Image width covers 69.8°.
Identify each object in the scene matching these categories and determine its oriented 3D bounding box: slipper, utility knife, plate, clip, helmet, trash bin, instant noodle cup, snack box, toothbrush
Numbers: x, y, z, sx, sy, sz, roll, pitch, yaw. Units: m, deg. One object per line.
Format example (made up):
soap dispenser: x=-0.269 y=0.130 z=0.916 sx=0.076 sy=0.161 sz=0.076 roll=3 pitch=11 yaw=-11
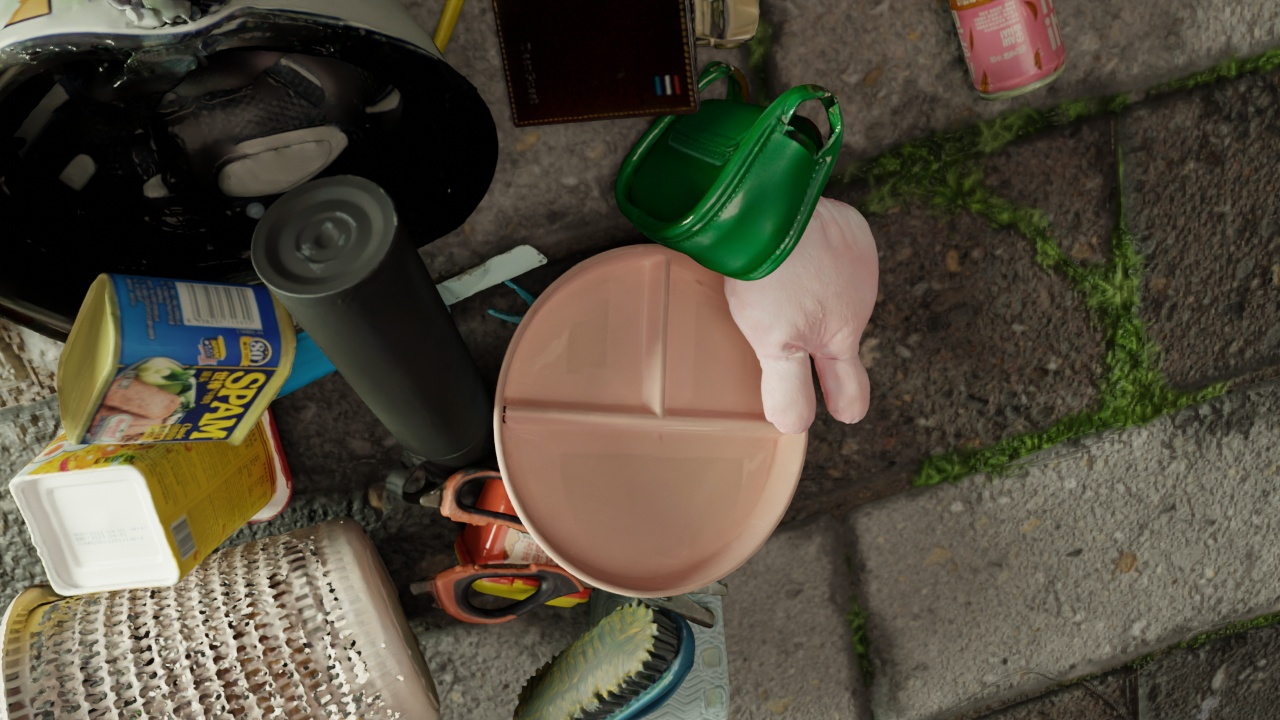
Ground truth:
slipper: x=0.010 y=0.174 z=0.676 sx=0.104 sy=0.074 sz=0.245 roll=1 pitch=93 yaw=-10
utility knife: x=-0.162 y=-0.026 z=0.596 sx=0.216 sy=0.018 sz=0.034 roll=-24 pitch=109 yaw=0
plate: x=0.011 y=0.038 z=0.605 sx=0.229 sy=0.028 sz=0.229 roll=2 pitch=86 yaw=-27
clip: x=-0.072 y=-0.033 z=0.617 sx=0.055 sy=0.013 sz=0.038 roll=25 pitch=103 yaw=-18
helmet: x=-0.226 y=-0.126 z=0.469 sx=0.274 sy=0.230 sz=0.156 roll=-23 pitch=69 yaw=-4
trash bin: x=-0.241 y=0.204 z=0.575 sx=0.192 sy=0.227 sz=0.227 roll=-24 pitch=112 yaw=-16
instant noodle cup: x=-0.287 y=0.070 z=0.543 sx=0.116 sy=0.123 sz=0.116 roll=-6 pitch=111 yaw=5
snack box: x=-0.073 y=0.119 z=0.635 sx=0.091 sy=0.082 sz=0.080 roll=17 pitch=97 yaw=-23
toothbrush: x=-0.118 y=-0.188 z=0.553 sx=0.016 sy=0.015 sz=0.190 roll=18 pitch=105 yaw=-21

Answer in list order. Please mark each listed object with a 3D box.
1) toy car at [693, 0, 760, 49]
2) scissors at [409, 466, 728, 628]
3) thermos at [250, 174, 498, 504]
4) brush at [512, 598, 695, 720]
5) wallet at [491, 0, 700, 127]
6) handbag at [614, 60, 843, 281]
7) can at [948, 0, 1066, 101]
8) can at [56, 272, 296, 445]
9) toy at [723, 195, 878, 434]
toy car: x=0.031 y=-0.212 z=0.563 sx=0.090 sy=0.035 sz=0.042 roll=-6 pitch=111 yaw=-11
scissors: x=-0.043 y=0.143 z=0.600 sx=0.204 sy=0.015 sz=0.202 roll=-31 pitch=103 yaw=-19
thermos: x=-0.134 y=0.010 z=0.512 sx=0.068 sy=0.243 sz=0.089 roll=18 pitch=64 yaw=16
brush: x=-0.017 y=0.212 z=0.601 sx=0.073 sy=0.055 sz=0.144 roll=31 pitch=119 yaw=-35
wallet: x=-0.027 y=-0.191 z=0.542 sx=0.122 sy=0.020 sz=0.096 roll=1 pitch=111 yaw=18
handbag: x=0.049 y=-0.117 z=0.550 sx=0.068 sy=0.131 sz=0.120 roll=26 pitch=98 yaw=-30
can: x=0.220 y=-0.243 z=0.575 sx=0.058 sy=0.058 sz=0.147 roll=-27 pitch=112 yaw=-1
can: x=-0.236 y=0.002 z=0.464 sx=0.083 sy=0.057 sz=0.102 roll=2 pitch=146 yaw=-44
toy: x=0.111 y=-0.032 z=0.614 sx=0.121 sy=0.054 sz=0.159 roll=-6 pitch=94 yaw=-26
